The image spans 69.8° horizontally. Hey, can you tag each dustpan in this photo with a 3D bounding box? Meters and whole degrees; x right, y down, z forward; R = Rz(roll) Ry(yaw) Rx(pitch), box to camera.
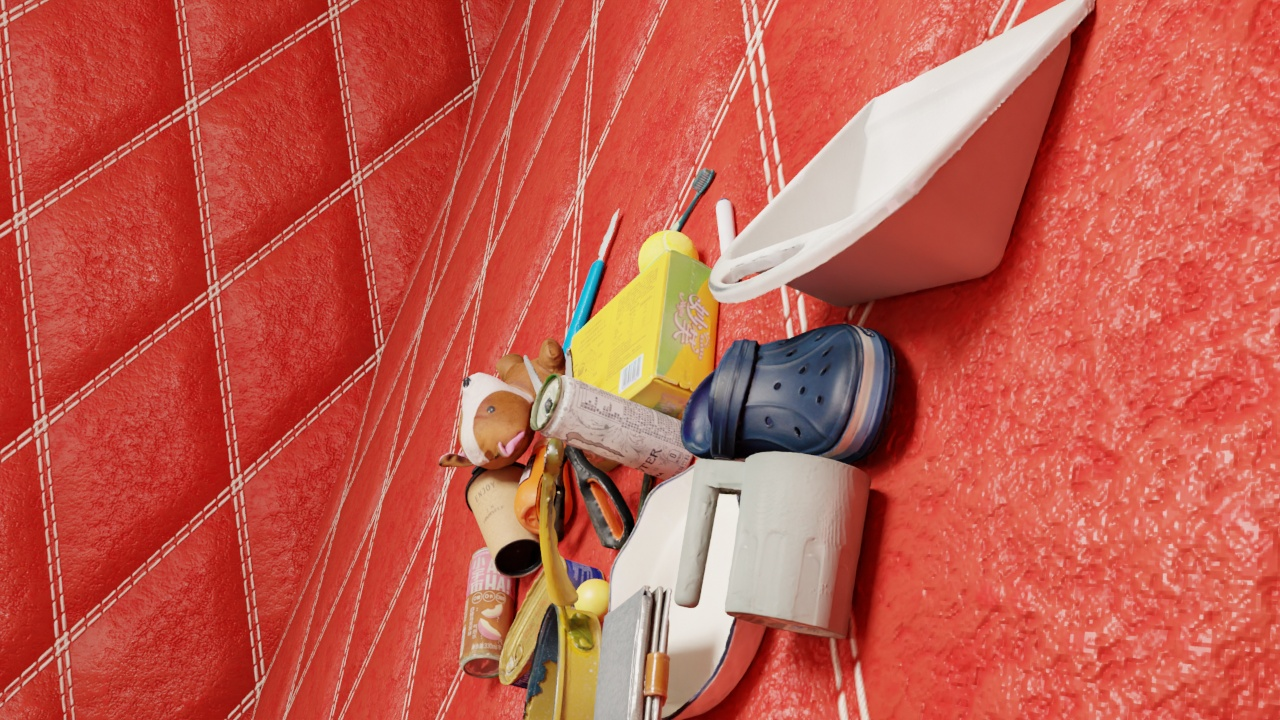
[{"bbox_3d":[0.156,-0.137,0.638,0.223,0.142,0.257,-11,61,63],"label":"dustpan"}]

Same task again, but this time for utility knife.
[{"bbox_3d":[-0.066,-0.104,1.250,0.034,0.018,0.223,-3,68,67],"label":"utility knife"}]

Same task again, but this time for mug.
[{"bbox_3d":[0.084,0.120,0.605,0.124,0.083,0.103,0,68,31],"label":"mug"}]

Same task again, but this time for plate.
[{"bbox_3d":[0.037,0.185,0.725,0.205,0.045,0.204,-46,31,39],"label":"plate"}]

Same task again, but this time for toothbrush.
[{"bbox_3d":[-0.002,0.165,0.866,0.012,0.017,0.185,-2,60,21],"label":"toothbrush"},{"bbox_3d":[0.031,-0.144,1.075,0.192,0.018,0.016,-56,25,25],"label":"toothbrush"}]

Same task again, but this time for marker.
[{"bbox_3d":[0.088,-0.117,0.926,0.023,0.018,0.130,121,157,-43],"label":"marker"}]

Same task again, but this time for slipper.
[{"bbox_3d":[0.091,0.024,0.695,0.253,0.095,0.105,-21,53,64],"label":"slipper"}]

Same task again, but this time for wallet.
[{"bbox_3d":[-0.004,0.238,0.664,0.107,0.037,0.129,126,155,-53],"label":"wallet"}]

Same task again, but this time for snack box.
[{"bbox_3d":[-0.006,0.006,0.951,0.211,0.070,0.157,-39,36,49],"label":"snack box"}]

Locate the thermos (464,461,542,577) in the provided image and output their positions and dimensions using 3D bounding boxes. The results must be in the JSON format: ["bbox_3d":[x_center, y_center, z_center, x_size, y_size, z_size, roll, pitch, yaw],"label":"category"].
[{"bbox_3d":[-0.159,0.189,1.107,0.093,0.093,0.143,-58,31,21],"label":"thermos"}]

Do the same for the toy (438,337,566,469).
[{"bbox_3d":[-0.161,0.055,1.120,0.140,0.130,0.199,-21,28,43],"label":"toy"}]

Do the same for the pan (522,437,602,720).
[{"bbox_3d":[-0.072,0.233,0.763,0.197,0.078,0.358,-113,35,-70],"label":"pan"}]

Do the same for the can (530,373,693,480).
[{"bbox_3d":[-0.023,0.062,0.838,0.058,0.146,0.058,-48,30,39],"label":"can"}]

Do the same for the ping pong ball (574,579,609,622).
[{"bbox_3d":[-0.042,0.227,0.867,0.040,0.040,0.040,-48,29,39],"label":"ping pong ball"}]

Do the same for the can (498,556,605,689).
[{"bbox_3d":[-0.090,0.267,0.924,0.148,0.049,0.074,-61,23,14],"label":"can"}]

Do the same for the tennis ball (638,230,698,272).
[{"bbox_3d":[0.030,-0.106,0.980,0.066,0.065,0.065,-48,29,39],"label":"tennis ball"}]

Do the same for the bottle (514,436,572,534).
[{"bbox_3d":[-0.111,0.138,1.081,0.067,0.066,0.149,-56,18,25],"label":"bottle"}]

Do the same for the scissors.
[{"bbox_3d":[-0.076,0.103,0.934,0.221,0.021,0.233,49,135,29],"label":"scissors"}]

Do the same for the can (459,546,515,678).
[{"bbox_3d":[-0.178,0.296,1.083,0.058,0.058,0.147,-50,28,35],"label":"can"}]
